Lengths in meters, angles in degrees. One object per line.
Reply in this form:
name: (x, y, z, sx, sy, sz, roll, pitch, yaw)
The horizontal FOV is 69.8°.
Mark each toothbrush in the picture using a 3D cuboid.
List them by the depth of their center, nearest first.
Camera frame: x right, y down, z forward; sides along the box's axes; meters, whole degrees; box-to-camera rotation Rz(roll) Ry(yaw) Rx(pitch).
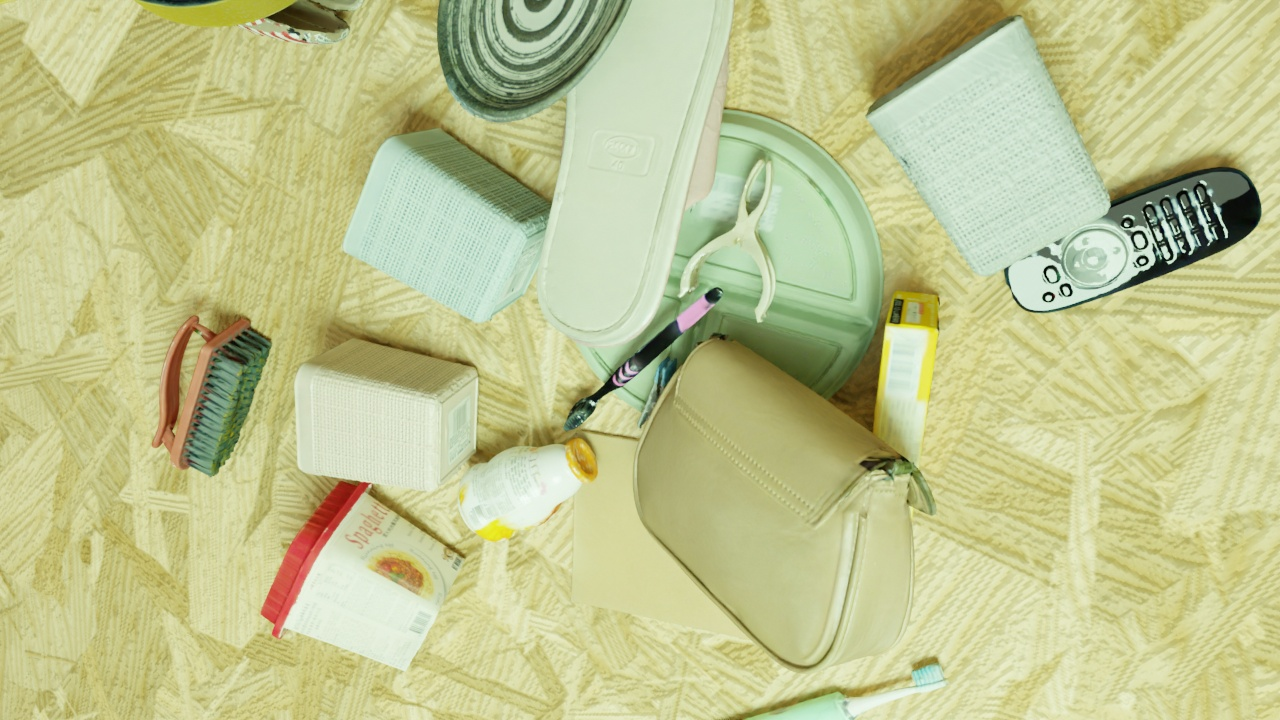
toothbrush: (-0.004, 0.004, 0.621, 0.014, 0.017, 0.190, 41, 135, -8)
toothbrush: (0.128, 0.274, 0.702, 0.225, 0.026, 0.027, -27, 75, 24)

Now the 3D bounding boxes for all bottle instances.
bottle: (-0.085, 0.094, 0.695, 0.109, 0.063, 0.063, -27, 97, 24)

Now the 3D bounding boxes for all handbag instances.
handbag: (0.083, 0.082, 0.556, 0.204, 0.099, 0.148, 40, 125, 46)

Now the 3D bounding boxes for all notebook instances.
notebook: (0.048, 0.138, 0.693, 0.212, 0.012, 0.150, 8, 108, 16)

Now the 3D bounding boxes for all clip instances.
clip: (0.070, -0.066, 0.579, 0.098, 0.035, 0.100, 47, 107, 5)
clip: (0.013, 0.024, 0.633, 0.028, 0.024, 0.057, 19, 119, 16)

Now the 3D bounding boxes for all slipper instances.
slipper: (-0.001, -0.142, 0.569, 0.114, 0.054, 0.274, 8, 86, 27)

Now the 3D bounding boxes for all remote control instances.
remote control: (0.285, -0.070, 0.540, 0.137, 0.024, 0.053, -23, 100, 25)

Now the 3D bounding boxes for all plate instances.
plate: (-0.062, -0.233, 0.572, 0.180, 0.024, 0.179, -8, 77, 36)
plate: (0.046, -0.052, 0.624, 0.230, 0.027, 0.230, 5, 109, 16)

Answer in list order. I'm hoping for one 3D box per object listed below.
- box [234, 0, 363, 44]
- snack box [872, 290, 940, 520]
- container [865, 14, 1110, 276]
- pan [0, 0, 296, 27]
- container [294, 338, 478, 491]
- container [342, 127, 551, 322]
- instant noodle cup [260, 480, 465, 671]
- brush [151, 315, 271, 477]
box: (-0.269, -0.278, 0.630, 0.162, 0.075, 0.086, 23, 118, 12)
snack box: (0.164, 0.033, 0.579, 0.034, 0.086, 0.140, 9, 109, 16)
container: (0.197, -0.119, 0.520, 0.090, 0.090, 0.114, -30, 99, 25)
pan: (-0.343, -0.270, 0.579, 0.357, 0.078, 0.197, -36, 79, 0)
container: (-0.189, 0.043, 0.702, 0.111, 0.090, 0.090, 10, 110, 12)
container: (-0.126, -0.092, 0.637, 0.111, 0.090, 0.090, 31, 114, 4)
instant noodle cup: (-0.221, 0.180, 0.748, 0.124, 0.116, 0.117, 29, 115, -5)
brush: (-0.369, 0.033, 0.771, 0.069, 0.063, 0.146, 27, 116, -4)
